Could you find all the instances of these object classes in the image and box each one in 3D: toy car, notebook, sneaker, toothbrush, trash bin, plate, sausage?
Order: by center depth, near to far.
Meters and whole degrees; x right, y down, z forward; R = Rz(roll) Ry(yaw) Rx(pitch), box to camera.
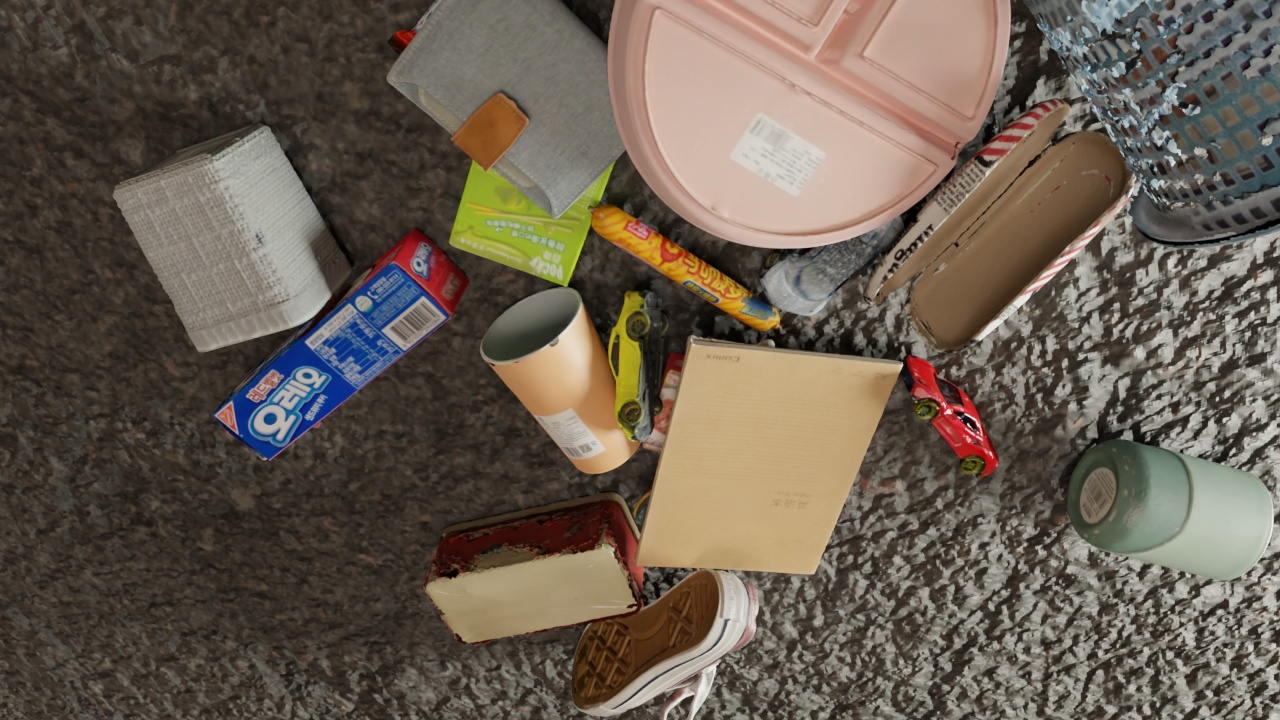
[{"bbox_3d":[0.269,-0.198,0.413,0.195,0.226,0.227,44,117,-7],"label":"trash bin"},{"bbox_3d":[0.097,-0.163,0.503,0.229,0.028,0.230,-5,122,-7],"label":"plate"},{"bbox_3d":[0.123,-0.069,0.600,0.049,0.031,0.106,36,120,-16],"label":"toy car"},{"bbox_3d":[0.032,-0.059,0.608,0.165,0.021,0.022,29,121,-24],"label":"sausage"},{"bbox_3d":[-0.004,0.004,0.632,0.032,0.048,0.105,4,94,18],"label":"toy car"},{"bbox_3d":[0.218,0.037,0.648,0.031,0.049,0.106,-36,113,24],"label":"toy car"},{"bbox_3d":[0.042,0.057,0.664,0.016,0.018,0.192,26,122,-13],"label":"toothbrush"},{"bbox_3d":[0.086,0.078,0.668,0.149,0.012,0.212,6,125,-10],"label":"notebook"},{"bbox_3d":[0.027,0.242,0.762,0.087,0.118,0.242,23,137,-25],"label":"sneaker"}]

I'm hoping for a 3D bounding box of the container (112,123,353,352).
[{"bbox_3d":[-0.263,-0.082,0.596,0.090,0.090,0.114,-14,117,13],"label":"container"}]

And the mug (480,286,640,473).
[{"bbox_3d":[-0.049,0.019,0.650,0.078,0.078,0.123,-20,123,17],"label":"mug"}]

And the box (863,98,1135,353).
[{"bbox_3d":[0.209,-0.080,0.558,0.087,0.075,0.163,12,131,-38],"label":"box"}]

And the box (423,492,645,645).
[{"bbox_3d":[-0.085,0.176,0.750,0.168,0.078,0.091,-14,121,13],"label":"box"}]

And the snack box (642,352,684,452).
[{"bbox_3d":[0.084,0.049,0.683,0.153,0.025,0.075,16,123,-5],"label":"snack box"}]

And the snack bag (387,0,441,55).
[{"bbox_3d":[-0.101,-0.207,0.535,0.045,0.026,0.105,42,115,-16],"label":"snack bag"}]

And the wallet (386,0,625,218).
[{"bbox_3d":[-0.068,-0.154,0.528,0.129,0.036,0.107,40,117,-17],"label":"wallet"}]

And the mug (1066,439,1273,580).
[{"bbox_3d":[0.371,0.111,0.671,0.106,0.082,0.112,14,154,-4],"label":"mug"}]

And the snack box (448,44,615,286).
[{"bbox_3d":[-0.060,-0.129,0.581,0.086,0.026,0.157,19,122,-7],"label":"snack box"}]

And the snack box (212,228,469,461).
[{"bbox_3d":[-0.217,-0.007,0.656,0.208,0.058,0.057,-35,114,24],"label":"snack box"}]
